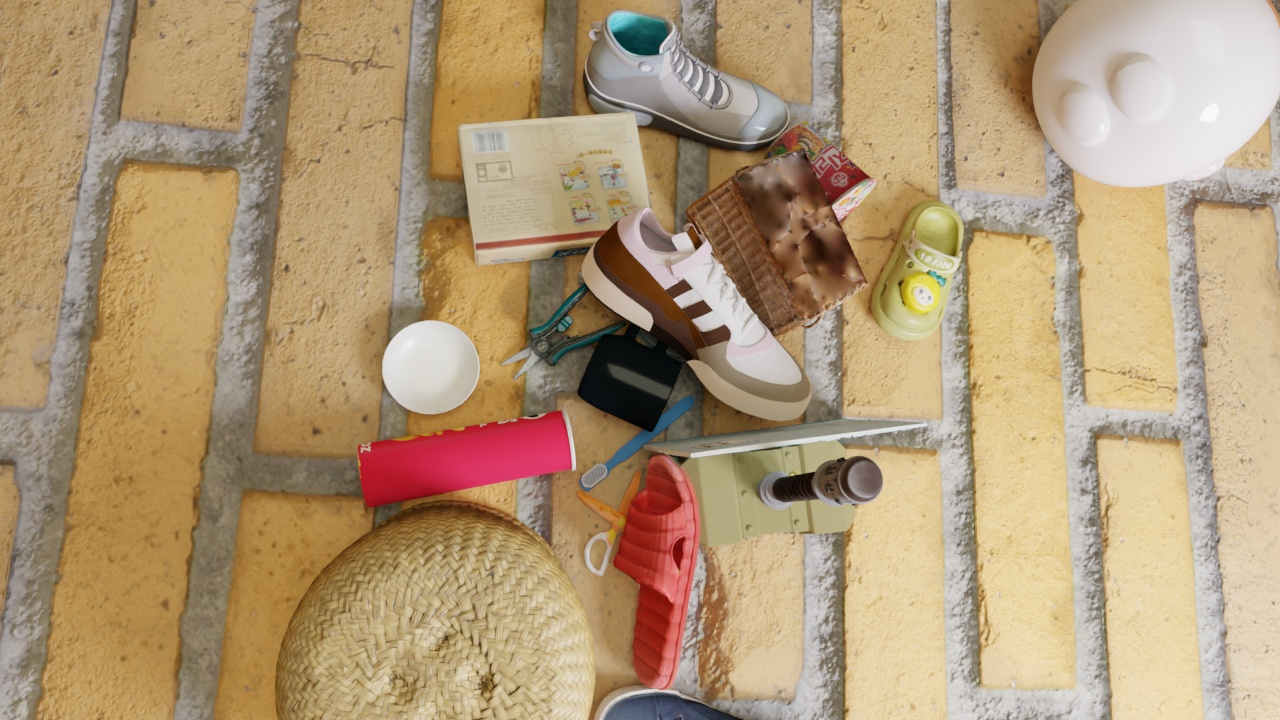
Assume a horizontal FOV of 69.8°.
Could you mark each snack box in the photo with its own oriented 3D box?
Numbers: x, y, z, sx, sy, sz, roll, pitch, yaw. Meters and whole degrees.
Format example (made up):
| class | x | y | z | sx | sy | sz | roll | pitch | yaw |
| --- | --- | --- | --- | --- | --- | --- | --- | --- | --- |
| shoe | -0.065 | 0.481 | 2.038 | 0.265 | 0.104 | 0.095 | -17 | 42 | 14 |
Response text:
| class | x | y | z | sx | sy | sz | roll | pitch | yaw |
| --- | --- | --- | --- | --- | --- | --- | --- | --- | --- |
| snack box | -0.097 | -0.199 | 1.058 | 0.207 | 0.055 | 0.153 | -8 | 81 | -11 |

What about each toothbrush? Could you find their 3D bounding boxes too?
| class | x | y | z | sx | sy | sz | roll | pitch | yaw |
| --- | --- | --- | --- | --- | --- | --- | --- | --- | --- |
| toothbrush | -0.002 | 0.091 | 1.040 | 0.166 | 0.014 | 0.016 | -38 | 74 | -16 |

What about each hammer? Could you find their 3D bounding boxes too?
| class | x | y | z | sx | sy | sz | roll | pitch | yaw |
| --- | --- | --- | --- | --- | --- | --- | --- | --- | --- |
| hammer | 0.154 | 0.126 | 0.904 | 0.190 | 0.325 | 0.100 | -4 | 81 | -11 |

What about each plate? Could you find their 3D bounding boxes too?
| class | x | y | z | sx | sy | sz | roll | pitch | yaw |
| --- | --- | --- | --- | --- | --- | --- | --- | --- | --- |
| plate | -0.230 | 0.009 | 1.013 | 0.104 | 0.026 | 0.104 | 2 | 80 | -9 |

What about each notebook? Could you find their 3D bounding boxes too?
| class | x | y | z | sx | sy | sz | roll | pitch | yaw |
| --- | --- | --- | --- | --- | --- | --- | --- | --- | --- |
| notebook | 0.145 | 0.081 | 0.979 | 0.253 | 0.181 | 0.009 | -6 | 89 | -15 |

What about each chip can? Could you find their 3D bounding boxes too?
| class | x | y | z | sx | sy | sz | roll | pitch | yaw |
| --- | --- | --- | --- | --- | --- | --- | --- | --- | --- |
| chip can | -0.184 | 0.103 | 0.982 | 0.220 | 0.069 | 0.069 | -9 | 82 | -11 |

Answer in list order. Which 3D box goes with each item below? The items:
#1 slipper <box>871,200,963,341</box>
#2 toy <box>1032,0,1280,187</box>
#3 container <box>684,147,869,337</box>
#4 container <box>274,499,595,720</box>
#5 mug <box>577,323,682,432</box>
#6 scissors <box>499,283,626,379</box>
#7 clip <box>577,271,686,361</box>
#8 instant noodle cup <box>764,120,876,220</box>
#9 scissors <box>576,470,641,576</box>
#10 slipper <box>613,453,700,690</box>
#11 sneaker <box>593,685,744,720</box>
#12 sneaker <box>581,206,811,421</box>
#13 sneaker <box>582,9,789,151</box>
| class | x | y | z | sx | sy | sz | roll | pitch | yaw |
| --- | --- | --- | --- | --- | --- | --- | --- | --- | --- |
| slipper | 0.350 | -0.114 | 1.109 | 0.091 | 0.082 | 0.190 | 25 | 74 | -7 |
| toy | 0.631 | -0.343 | 1.110 | 0.280 | 0.263 | 0.265 | -26 | 93 | -31 |
| container | 0.157 | -0.130 | 1.046 | 0.113 | 0.113 | 0.198 | -28 | 91 | -23 |
| container | -0.189 | 0.289 | 0.885 | 0.306 | 0.197 | 0.306 | 2 | 80 | -11 |
| mug | -0.006 | 0.006 | 1.020 | 0.094 | 0.085 | 0.121 | 24 | 78 | 0 |
| scissors | -0.083 | -0.032 | 1.041 | 0.119 | 0.019 | 0.151 | 20 | 90 | -2 |
| clip | 0.029 | -0.095 | 1.077 | 0.169 | 0.031 | 0.164 | 39 | 74 | -3 |
| instant noodle cup | 0.208 | -0.223 | 1.099 | 0.100 | 0.100 | 0.112 | -35 | 80 | -14 |
| scissors | -0.022 | 0.185 | 1.025 | 0.125 | 0.011 | 0.131 | 34 | 76 | -3 |
| slipper | 0.009 | 0.222 | 0.968 | 0.059 | 0.104 | 0.248 | 5 | 87 | -27 |
| sneaker | 0.097 | 0.411 | 0.949 | 0.294 | 0.127 | 0.120 | 18 | 78 | -4 |
| sneaker | 0.082 | -0.060 | 0.989 | 0.294 | 0.117 | 0.111 | 39 | 42 | 4 |
| sneaker | 0.064 | -0.327 | 1.056 | 0.256 | 0.160 | 0.093 | 12 | 78 | -6 |
